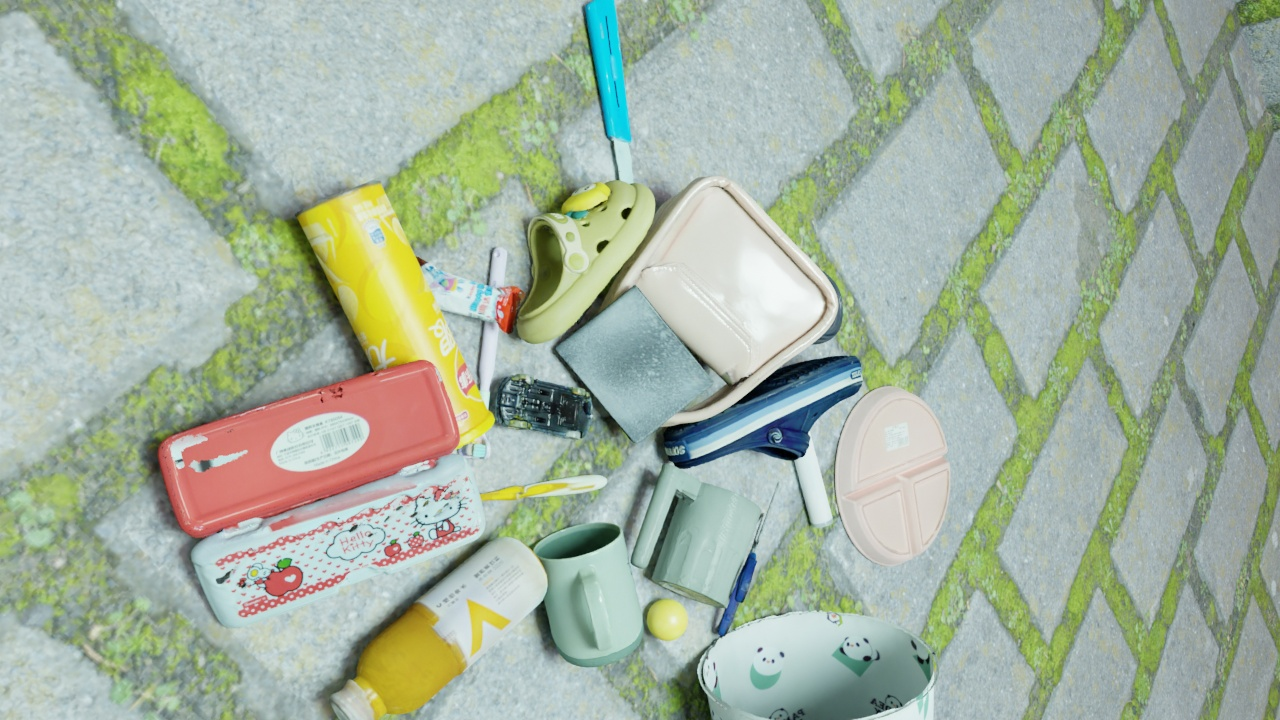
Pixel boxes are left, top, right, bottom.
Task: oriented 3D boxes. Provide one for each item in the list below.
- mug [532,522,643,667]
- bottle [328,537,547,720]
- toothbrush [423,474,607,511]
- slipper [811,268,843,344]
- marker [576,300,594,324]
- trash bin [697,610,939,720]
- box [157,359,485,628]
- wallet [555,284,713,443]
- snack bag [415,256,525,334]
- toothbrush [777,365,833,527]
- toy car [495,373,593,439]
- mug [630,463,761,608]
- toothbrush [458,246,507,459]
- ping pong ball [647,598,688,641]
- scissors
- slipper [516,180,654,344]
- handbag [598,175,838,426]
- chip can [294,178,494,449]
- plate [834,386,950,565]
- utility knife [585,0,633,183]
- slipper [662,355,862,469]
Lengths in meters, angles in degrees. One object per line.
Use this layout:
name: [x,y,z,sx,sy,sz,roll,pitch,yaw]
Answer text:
mug: [-0.042,0.210,0.801,0.082,0.112,0.106,-13,98,-10]
bottle: [-0.158,0.218,0.730,0.189,0.068,0.068,-37,110,-35]
toothbrush: [-0.103,0.117,0.815,0.191,0.018,0.016,-1,89,-40]
slipper: [0.152,-0.081,1.004,0.267,0.083,0.110,11,78,-40]
marker: [-0.036,-0.087,0.885,0.131,0.022,0.020,-56,158,-27]
trash bin: [0.185,0.414,0.914,0.229,0.230,0.252,-15,102,-40]
box: [-0.223,0.096,0.662,0.200,0.060,0.161,-18,101,-17]
wallet: [-0.005,0.005,0.853,0.097,0.019,0.121,-38,98,8]
snack bag: [-0.151,-0.055,0.775,0.105,0.026,0.045,15,80,-18]
toothbrush: [0.181,0.086,1.051,0.026,0.027,0.221,-22,100,-33]
toy car: [-0.087,0.043,0.826,0.105,0.031,0.049,17,78,-44]
mug: [0.050,0.173,0.900,0.124,0.084,0.103,32,69,-30]
toothbrush: [-0.134,-0.009,0.800,0.021,0.029,0.189,49,45,-75]
ping pong ball: [0.026,0.254,0.899,0.040,0.040,0.040,4,84,-40]
scissors: [0.112,0.209,0.946,0.162,0.012,0.176,-9,120,-81]
slipper: [-0.060,-0.102,0.824,0.081,0.092,0.190,45,64,-26]
handbag: [0.054,-0.040,0.887,0.193,0.093,0.234,42,83,-7]
chip can: [-0.190,-0.030,0.721,0.071,0.072,0.213,-33,106,-37]
plate: [0.329,0.147,1.169,0.229,0.028,0.229,4,85,-39]
utility knife: [-0.026,-0.264,0.909,0.034,0.018,0.191,-13,97,-40]
slipper: [0.142,0.064,0.954,0.252,0.105,0.095,-21,97,-28]
